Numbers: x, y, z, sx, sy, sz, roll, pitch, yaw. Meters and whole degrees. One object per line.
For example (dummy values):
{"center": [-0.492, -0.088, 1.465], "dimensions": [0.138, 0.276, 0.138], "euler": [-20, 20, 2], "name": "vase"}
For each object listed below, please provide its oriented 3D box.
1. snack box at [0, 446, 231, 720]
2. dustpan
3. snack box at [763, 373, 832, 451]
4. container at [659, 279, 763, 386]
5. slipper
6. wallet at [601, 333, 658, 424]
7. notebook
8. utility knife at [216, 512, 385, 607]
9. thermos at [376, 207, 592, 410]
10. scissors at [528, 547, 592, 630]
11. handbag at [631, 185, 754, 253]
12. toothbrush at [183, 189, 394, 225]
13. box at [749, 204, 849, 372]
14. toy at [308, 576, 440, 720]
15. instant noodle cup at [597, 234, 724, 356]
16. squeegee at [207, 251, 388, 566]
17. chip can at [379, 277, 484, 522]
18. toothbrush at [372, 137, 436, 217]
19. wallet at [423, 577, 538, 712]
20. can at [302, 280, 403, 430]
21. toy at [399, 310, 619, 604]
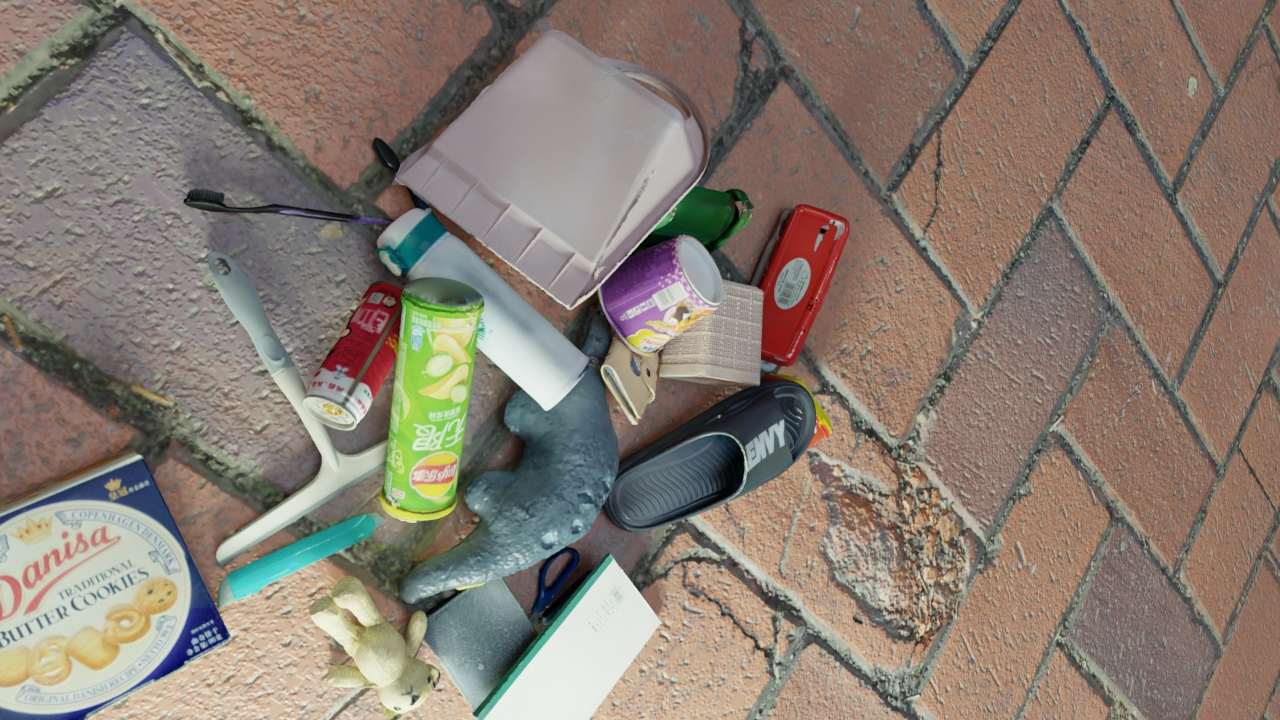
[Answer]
{"center": [-0.453, 0.189, 0.728], "dimensions": [0.177, 0.046, 0.182], "euler": [-27, 107, -29], "name": "snack box"}
{"center": [-0.058, -0.194, 0.902], "dimensions": [0.222, 0.139, 0.273], "euler": [40, 89, 11], "name": "dustpan"}
{"center": [0.171, 0.072, 1.101], "dimensions": [0.080, 0.082, 0.091], "euler": [-42, 111, -13], "name": "snack box"}
{"center": [0.082, -0.031, 1.034], "dimensions": [0.089, 0.090, 0.111], "euler": [9, 84, -33], "name": "container"}
{"center": [0.087, 0.116, 1.009], "dimensions": [0.268, 0.083, 0.111], "euler": [-26, 105, -10], "name": "slipper"}
{"center": [-0.006, 0.006, 0.983], "dimensions": [0.114, 0.024, 0.087], "euler": [-72, 143, -53], "name": "wallet"}
{"center": [-0.069, 0.323, 0.972], "dimensions": [0.208, 0.012, 0.150], "euler": [-48, 133, -21], "name": "notebook"}
{"center": [-0.309, 0.178, 0.839], "dimensions": [0.160, 0.013, 0.029], "euler": [-23, 107, -32], "name": "utility knife"}
{"center": [-0.150, -0.050, 0.868], "dimensions": [0.224, 0.073, 0.073], "euler": [43, 69, -9], "name": "thermos"}
{"center": [-0.116, 0.268, 0.967], "dimensions": [0.172, 0.012, 0.128], "euler": [-18, 104, -29], "name": "scissors"}
{"center": [0.039, -0.153, 0.980], "dimensions": [0.131, 0.120, 0.068], "euler": [3, 85, -31], "name": "handbag"}
{"center": [-0.307, -0.135, 0.825], "dimensions": [0.188, 0.014, 0.016], "euler": [2, 67, -34], "name": "toothbrush"}
{"center": [0.179, -0.085, 1.118], "dimensions": [0.094, 0.092, 0.201], "euler": [22, 78, 13], "name": "box"}
{"center": [-0.245, 0.266, 0.851], "dimensions": [0.105, 0.066, 0.157], "euler": [-38, 118, -20], "name": "toy"}
{"center": [0.026, -0.074, 0.963], "dimensions": [0.111, 0.099, 0.111], "euler": [39, 36, -37], "name": "instant noodle cup"}
{"center": [-0.313, 0.015, 0.812], "dimensions": [0.245, 0.039, 0.246], "euler": [-32, 108, -27], "name": "squeegee"}
{"center": [-0.189, 0.035, 0.829], "dimensions": [0.072, 0.072, 0.222], "euler": [-3, 116, -32], "name": "chip can"}
{"center": [-0.202, -0.134, 0.893], "dimensions": [0.014, 0.016, 0.189], "euler": [-48, 119, -31], "name": "toothbrush"}
{"center": [-0.158, 0.283, 0.929], "dimensions": [0.097, 0.019, 0.121], "euler": [-34, 103, -22], "name": "wallet"}
{"center": [-0.247, -0.006, 0.818], "dimensions": [0.053, 0.053, 0.132], "euler": [40, 52, -27], "name": "can"}
{"center": [-0.096, 0.112, 0.934], "dimensions": [0.138, 0.091, 0.355], "euler": [31, 73, -1], "name": "toy"}
